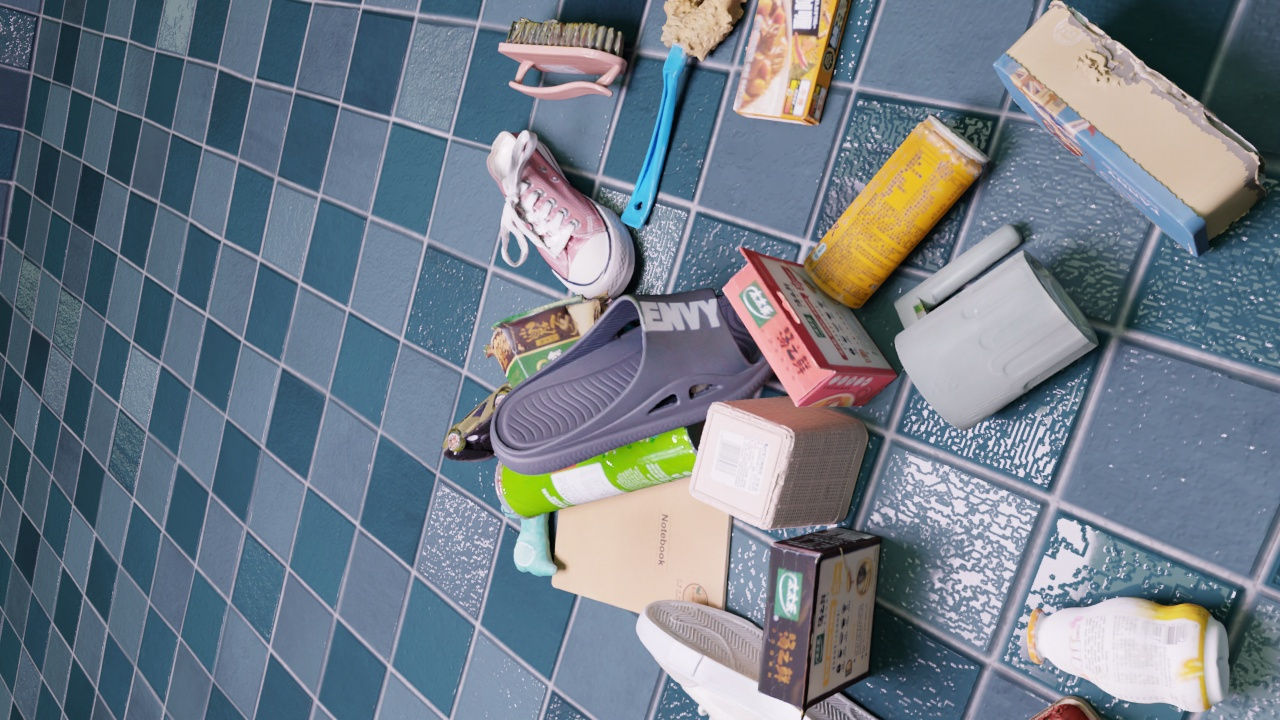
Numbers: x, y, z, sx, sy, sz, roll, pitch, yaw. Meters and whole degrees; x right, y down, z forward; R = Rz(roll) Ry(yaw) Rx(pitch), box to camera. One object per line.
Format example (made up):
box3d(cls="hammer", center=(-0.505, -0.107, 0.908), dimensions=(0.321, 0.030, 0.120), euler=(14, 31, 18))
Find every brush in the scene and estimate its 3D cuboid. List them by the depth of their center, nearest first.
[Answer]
box3d(cls="brush", center=(0.031, -0.245, 0.846), dimensions=(0.083, 0.045, 0.255), euler=(29, 110, 33))
box3d(cls="brush", center=(-0.073, -0.297, 0.915), dimensions=(0.146, 0.063, 0.073), euler=(19, 95, 37))

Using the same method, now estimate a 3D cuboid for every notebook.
box3d(cls="notebook", center=(-0.003, 0.163, 0.867), dimensions=(0.208, 0.008, 0.148), euler=(5, 91, 40))

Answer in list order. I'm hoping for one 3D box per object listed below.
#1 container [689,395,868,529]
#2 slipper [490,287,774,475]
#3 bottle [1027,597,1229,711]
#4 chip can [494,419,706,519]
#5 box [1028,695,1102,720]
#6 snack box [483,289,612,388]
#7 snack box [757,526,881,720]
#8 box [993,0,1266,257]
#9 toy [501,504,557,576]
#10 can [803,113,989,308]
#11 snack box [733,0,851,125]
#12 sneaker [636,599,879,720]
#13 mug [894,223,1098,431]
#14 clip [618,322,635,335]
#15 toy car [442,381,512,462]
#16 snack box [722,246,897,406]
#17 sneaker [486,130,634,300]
box3d(cls="container", center=(0.105, 0.079, 0.715), dimensions=(0.090, 0.110, 0.090), euler=(20, 100, 38))
box3d(cls="slipper", center=(-0.004, 0.004, 0.744), dimensions=(0.268, 0.083, 0.110), euler=(-24, 49, -3))
box3d(cls="bottle", center=(0.303, 0.180, 0.576), dimensions=(0.109, 0.063, 0.063), euler=(-3, 85, 39))
box3d(cls="chip can", center=(-0.028, 0.091, 0.840), dimensions=(0.237, 0.072, 0.072), euler=(-19, 75, 36))
box3d(cls="box", center=(0.242, 0.306, 0.609), dimensions=(0.169, 0.080, 0.091), euler=(-50, 60, 26))
box3d(cls="snack box", center=(-0.072, 0.009, 0.851), dimensions=(0.118, 0.117, 0.105), euler=(134, 117, -72))
box3d(cls="snack box", center=(0.132, 0.188, 0.677), dimensions=(0.053, 0.125, 0.113), euler=(6, 92, 40))
box3d(cls="box", center=(0.308, -0.141, 0.574), dimensions=(0.059, 0.089, 0.184), euler=(-44, 60, 22))
box3d(cls="toy", center=(-0.114, 0.174, 0.946), dimensions=(0.097, 0.030, 0.092), euler=(-5, 79, 47))
box3d(cls="can", center=(0.189, -0.109, 0.689), dimensions=(0.146, 0.058, 0.058), euler=(-52, 58, 25))
box3d(cls="snack box", center=(0.131, -0.278, 0.767), dimensions=(0.075, 0.026, 0.154), euler=(20, 100, 38))
box3d(cls="sneaker", center=(0.093, 0.285, 0.737), dimensions=(0.242, 0.089, 0.091), euler=(28, 109, 31))
box3d(cls="mug", center=(0.239, -0.028, 0.639), dimensions=(0.104, 0.083, 0.123), euler=(-40, 39, 30))
box3d(cls="clip", center=(-0.011, -0.024, 0.880), dimensions=(0.056, 0.014, 0.043), euler=(39, 113, 33))
box3d(cls="toy car", center=(-0.145, 0.062, 0.949), dimensions=(0.158, 0.070, 0.042), euler=(-36, 57, 31))
box3d(cls="snack box", center=(0.123, -0.022, 0.696), dimensions=(0.044, 0.127, 0.113), euler=(-44, 61, 29))
box3d(cls="sneaker", center=(-0.098, -0.150, 0.910), dimensions=(0.118, 0.087, 0.241), euler=(-52, 57, 25))
